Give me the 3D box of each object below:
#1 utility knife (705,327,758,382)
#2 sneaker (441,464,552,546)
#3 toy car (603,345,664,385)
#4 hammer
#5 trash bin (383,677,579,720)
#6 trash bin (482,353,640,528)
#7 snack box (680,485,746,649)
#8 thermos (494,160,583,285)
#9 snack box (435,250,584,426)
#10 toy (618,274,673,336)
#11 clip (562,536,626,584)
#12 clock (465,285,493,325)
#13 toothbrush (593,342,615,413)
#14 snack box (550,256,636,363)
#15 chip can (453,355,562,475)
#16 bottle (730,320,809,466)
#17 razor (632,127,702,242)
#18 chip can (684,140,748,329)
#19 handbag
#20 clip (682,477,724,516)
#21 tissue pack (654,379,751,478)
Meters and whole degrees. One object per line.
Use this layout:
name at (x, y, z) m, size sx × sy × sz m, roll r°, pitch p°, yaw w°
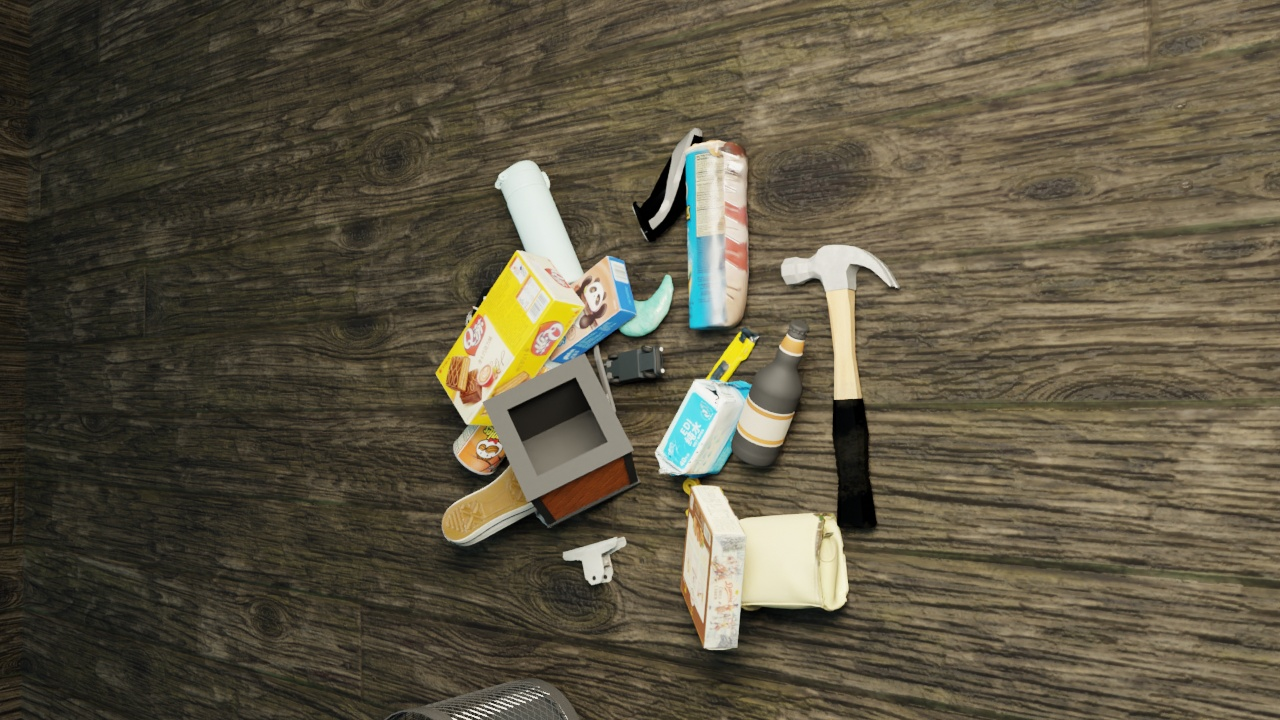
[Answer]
utility knife at (0.095, 0.032, 1.186) m, size 0.030 × 0.017 × 0.179 m, roll 50°, pitch 118°, yaw 36°
sneaker at (-0.170, 0.197, 1.325) m, size 0.241 × 0.088 × 0.118 m, roll -33°, pitch 56°, yaw 7°
toy car at (-0.007, 0.007, 1.242) m, size 0.112 × 0.034 × 0.046 m, roll -13°, pitch 77°, yaw 47°
hammer at (0.241, 0.029, 1.069) m, size 0.131 × 0.039 × 0.328 m, roll -6°, pitch 86°, yaw 34°
trash bin at (-0.216, 0.559, 1.258) m, size 0.218 × 0.227 × 0.217 m, roll -1°, pitch 88°, yaw 35°
trash bin at (-0.097, 0.109, 1.190) m, size 0.139 × 0.172 × 0.139 m, roll -26°, pitch 70°, yaw -6°
snack box at (0.086, 0.245, 1.101) m, size 0.143 × 0.041 × 0.147 m, roll -120°, pitch 32°, yaw -73°
thermos at (-0.143, -0.190, 1.324) m, size 0.206 × 0.077 × 0.065 m, roll 67°, pitch 152°, yaw 15°
snack box at (-0.184, -0.028, 1.264) m, size 0.231 × 0.061 × 0.110 m, roll -53°, pitch 56°, yaw 22°
toy at (0.000, -0.074, 1.245) m, size 0.105 × 0.033 × 0.085 m, roll 2°, pitch 80°, yaw 38°
clip at (-0.056, 0.283, 1.288) m, size 0.102 × 0.050 × 0.058 m, roll -22°, pitch 83°, yaw 34°
clock at (-0.214, -0.048, 1.373) m, size 0.155 × 0.065 × 0.114 m, roll -39°, pitch 68°, yaw 27°
toothbrush at (-0.056, 0.002, 1.270) m, size 0.013 × 0.013 × 0.167 m, roll -54°, pitch 45°, yaw 49°
snack box at (-0.073, -0.068, 1.265) m, size 0.152 × 0.034 × 0.087 m, roll -34°, pitch 57°, yaw 37°
chip can at (-0.188, 0.069, 1.345) m, size 0.215 × 0.075 × 0.075 m, roll -51°, pitch 62°, yaw 23°
bottle at (0.160, 0.037, 1.086) m, size 0.059 × 0.059 × 0.182 m, roll 34°, pitch 122°, yaw 31°
razor at (0.042, -0.231, 1.207) m, size 0.060 × 0.057 × 0.156 m, roll 35°, pitch 102°, yaw 1°
chip can at (0.097, -0.154, 1.151) m, size 0.080 × 0.079 × 0.229 m, roll -2°, pitch 89°, yaw 35°
handbag at (0.179, 0.238, 1.084) m, size 0.119 × 0.081 × 0.111 m, roll -11°, pitch 75°, yaw 36°
clip at (0.077, 0.173, 1.187) m, size 0.054 × 0.044 × 0.049 m, roll -41°, pitch 48°, yaw 28°
tissue pack at (0.081, 0.085, 1.145) m, size 0.062 × 0.092 × 0.145 m, roll 38°, pitch 109°, yaw 32°
